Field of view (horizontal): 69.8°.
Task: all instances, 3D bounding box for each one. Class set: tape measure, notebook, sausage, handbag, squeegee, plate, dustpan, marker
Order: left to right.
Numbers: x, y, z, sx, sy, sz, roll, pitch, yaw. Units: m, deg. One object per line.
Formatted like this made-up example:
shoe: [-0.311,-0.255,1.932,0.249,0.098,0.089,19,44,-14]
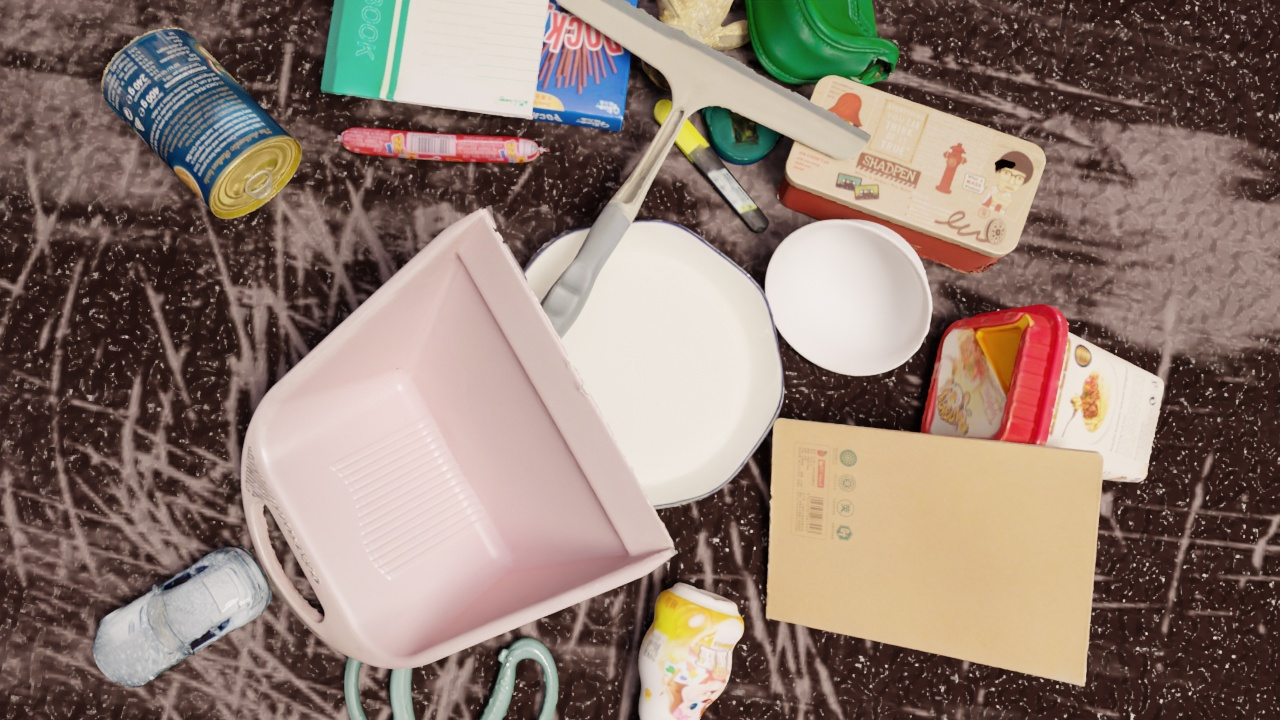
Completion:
dustpan: [-0.139,0.079,0.555,0.138,0.274,0.222,-27,83,-35]
sausage: [-0.144,-0.156,0.669,0.156,0.020,0.020,3,84,-4]
notebook: [-0.136,-0.279,0.646,0.150,0.012,0.209,7,85,-1]
squeegee: [-0.011,-0.106,0.622,0.246,0.039,0.246,29,80,3]
plate: [-0.004,0.004,0.651,0.205,0.045,0.204,0,83,-4]
marker: [0.053,-0.144,0.686,0.018,0.015,0.124,-41,92,-6]
tape measure: [0.078,-0.175,0.684,0.058,0.025,0.054,-15,85,-5]
handbag: [0.137,-0.272,0.668,0.120,0.068,0.131,-2,81,-31]
notebook: [0.184,0.120,0.605,0.208,0.008,0.148,4,98,27]

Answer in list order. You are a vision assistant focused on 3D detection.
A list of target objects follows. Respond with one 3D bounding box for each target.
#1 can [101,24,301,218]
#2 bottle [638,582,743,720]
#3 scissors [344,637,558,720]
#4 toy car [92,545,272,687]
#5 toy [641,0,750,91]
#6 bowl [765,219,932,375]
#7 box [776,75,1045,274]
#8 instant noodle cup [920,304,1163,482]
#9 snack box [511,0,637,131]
can: [-0.300,-0.163,0.629,0.111,0.075,0.075,45,83,1]
bottle: [0.028,0.210,0.624,0.063,0.063,0.108,19,84,-2]
scissors: [-0.149,0.246,0.630,0.177,0.019,0.173,35,84,-1]
toy car: [-0.309,0.172,0.617,0.120,0.037,0.054,-31,88,-4]
toy: [0.040,-0.271,0.678,0.105,0.066,0.157,26,75,-44]
bowl: [0.155,-0.056,0.651,0.118,0.119,0.064,45,44,1]
box: [0.192,-0.132,0.669,0.168,0.079,0.091,21,84,4]
instant noodle cup: [0.282,0.032,0.642,0.124,0.116,0.116,16,83,-15]
snack box: [-0.046,-0.254,0.682,0.084,0.026,0.157,7,84,-4]
